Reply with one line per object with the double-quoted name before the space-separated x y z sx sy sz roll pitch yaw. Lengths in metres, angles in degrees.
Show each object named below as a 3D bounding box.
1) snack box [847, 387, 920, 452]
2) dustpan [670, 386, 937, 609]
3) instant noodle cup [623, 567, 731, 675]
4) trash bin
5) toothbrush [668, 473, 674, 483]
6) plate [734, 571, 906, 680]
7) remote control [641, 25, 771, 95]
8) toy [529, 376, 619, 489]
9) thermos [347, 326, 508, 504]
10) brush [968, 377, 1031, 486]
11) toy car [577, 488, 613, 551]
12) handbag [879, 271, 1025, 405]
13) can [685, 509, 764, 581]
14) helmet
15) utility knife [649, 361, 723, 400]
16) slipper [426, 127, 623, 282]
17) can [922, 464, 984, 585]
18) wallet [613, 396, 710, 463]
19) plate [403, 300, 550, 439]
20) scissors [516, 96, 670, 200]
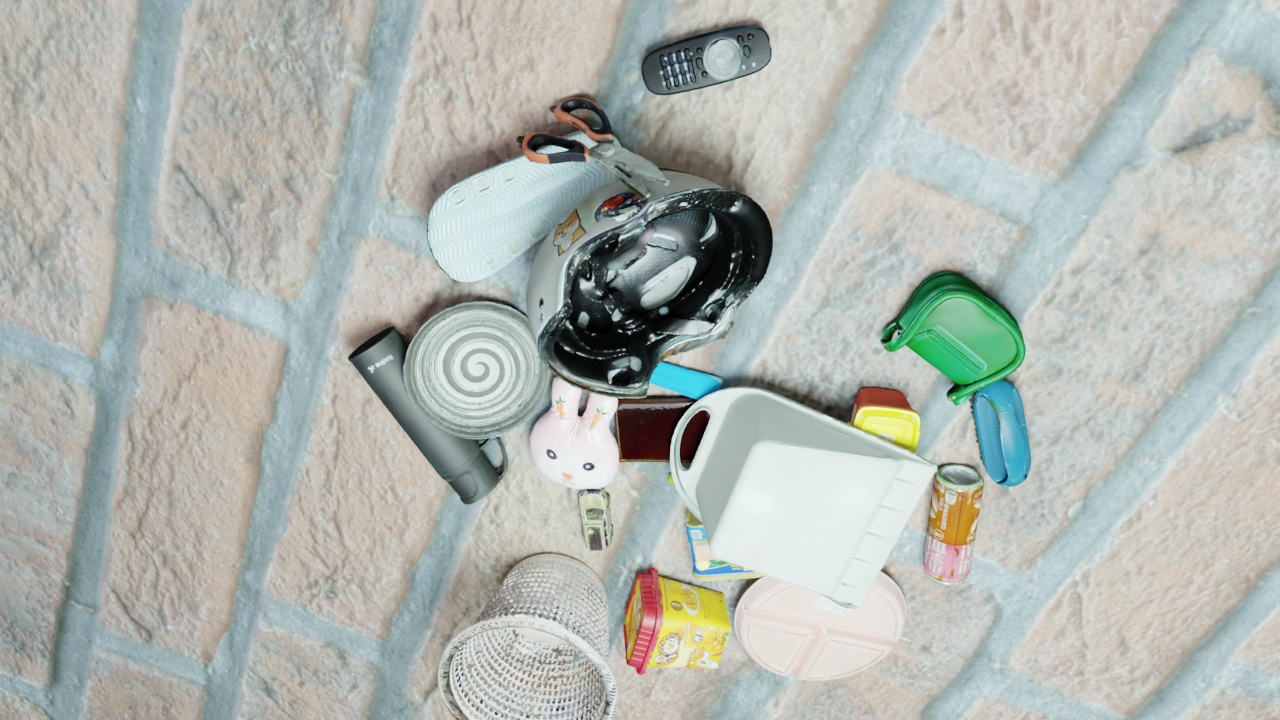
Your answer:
"snack box" 0.281 0.082 1.082 0.082 0.080 0.091 7 116 4
"dustpan" 0.170 0.146 1.095 0.257 0.142 0.223 14 116 -12
"instant noodle cup" 0.049 0.355 1.235 0.123 0.116 0.116 11 116 -10
"trash bin" -0.130 0.371 1.215 0.227 0.191 0.228 3 115 6
"toothbrush" 0.130 0.147 1.171 0.190 0.015 0.017 -3 110 10
"plate" 0.240 0.353 1.223 0.229 0.028 0.230 1 124 1
"remote control" 0.068 -0.313 0.957 0.136 0.024 0.053 -11 112 12
"toy" -0.081 0.093 1.153 0.121 0.054 0.160 15 116 13
"thermos" -0.262 0.067 1.170 0.090 0.068 0.242 -38 110 -11
"brush" 0.423 0.087 1.068 0.055 0.073 0.144 -15 112 7
"toy car" -0.060 0.211 1.219 0.042 0.035 0.090 -2 113 8
"handbag" 0.353 -0.024 1.028 0.131 0.067 0.120 35 116 -8
"can" 0.112 0.234 1.193 0.102 0.057 0.083 -6 111 10
"helmet" -0.009 -0.102 0.988 0.274 0.157 0.230 -43 139 6
"utility knife" -0.007 0.007 1.121 0.216 0.018 0.034 17 83 2
"slipper" -0.129 -0.181 1.026 0.245 0.074 0.104 -29 107 3
"can" 0.386 0.204 1.137 0.058 0.057 0.147 2 115 7
"wallet" 0.029 0.089 1.157 0.122 0.020 0.096 0 119 8
"plate" -0.199 0.012 1.130 0.179 0.024 0.179 -4 108 -12
"scissors" -0.052 -0.210 0.930 0.204 0.202 0.015 -7 138 17
